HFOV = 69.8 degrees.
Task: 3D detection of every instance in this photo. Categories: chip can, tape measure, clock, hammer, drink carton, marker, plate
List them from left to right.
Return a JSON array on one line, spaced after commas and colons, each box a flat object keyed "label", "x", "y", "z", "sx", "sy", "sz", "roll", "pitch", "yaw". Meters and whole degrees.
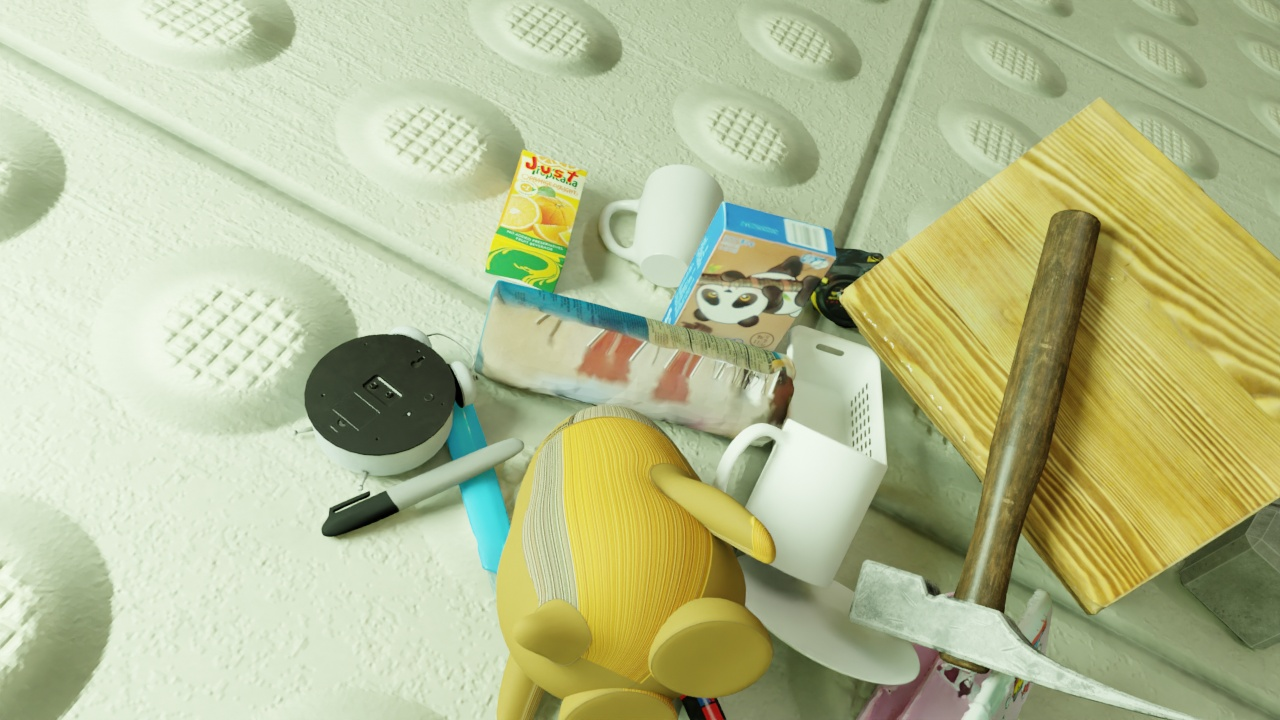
[{"label": "clock", "x": -0.163, "y": 0.023, "z": 0.613, "sx": 0.094, "sy": 0.035, "sz": 0.122, "roll": 35, "pitch": 54, "yaw": 15}, {"label": "marker", "x": -0.138, "y": 0.078, "z": 0.589, "sx": 0.138, "sy": 0.016, "sz": 0.022, "roll": -24, "pitch": 65, "yaw": -24}, {"label": "drink carton", "x": -0.085, "y": -0.120, "z": 0.767, "sx": 0.058, "sy": 0.041, "sz": 0.122, "roll": 17, "pitch": 48, "yaw": -9}, {"label": "chip can", "x": -0.004, "y": 0.004, "z": 0.679, "sx": 0.229, "sy": 0.080, "sz": 0.079, "roll": 14, "pitch": 49, "yaw": -11}, {"label": "marker", "x": 0.048, "y": 0.229, "z": 0.552, "sx": 0.023, "sy": 0.021, "sz": 0.145, "roll": -30, "pitch": 62, "yaw": 6}, {"label": "plate", "x": 0.116, "y": 0.169, "z": 0.597, "sx": 0.134, "sy": 0.011, "sz": 0.134, "roll": 23, "pitch": 13, "yaw": -6}, {"label": "tape measure", "x": 0.186, "y": -0.066, "z": 0.816, "sx": 0.071, "sy": 0.072, "sz": 0.042, "roll": 5, "pitch": 40, "yaw": 18}, {"label": "hammer", "x": 0.269, "y": 0.050, "z": 0.550, "sx": 0.037, "sy": 0.218, "sz": 0.300, "roll": 32, "pitch": 73, "yaw": -49}, {"label": "hammer", "x": 0.575, "y": 0.086, "z": 0.687, "sx": 0.162, "sy": 0.319, "sz": 0.083, "roll": -30, "pitch": 68, "yaw": -37}]

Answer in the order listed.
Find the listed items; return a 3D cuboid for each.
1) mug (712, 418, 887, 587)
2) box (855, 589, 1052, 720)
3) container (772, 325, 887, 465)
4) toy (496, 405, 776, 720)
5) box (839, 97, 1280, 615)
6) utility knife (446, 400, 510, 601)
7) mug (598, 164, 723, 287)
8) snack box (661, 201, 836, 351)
[{"label": "mug", "x": 0.099, "y": 0.089, "z": 0.618, "sx": 0.110, "sy": 0.090, "sz": 0.074, "roll": 25, "pitch": 2, "yaw": -22}, {"label": "box", "x": 0.202, "y": 0.221, "z": 0.575, "sx": 0.088, "sy": 0.096, "sz": 0.201, "roll": 44, "pitch": 50, "yaw": 12}, {"label": "container", "x": 0.144, "y": 0.042, "z": 0.725, "sx": 0.080, "sy": 0.050, "sz": 0.129, "roll": 17, "pitch": 49, "yaw": -9}, {"label": "toy", "x": -0.010, "y": 0.113, "z": 0.552, "sx": 0.162, "sy": 0.199, "sz": 0.203, "roll": 37, "pitch": 21, "yaw": -28}, {"label": "box", "x": 0.348, "y": 0.000, "z": 0.682, "sx": 0.279, "sy": 0.258, "sz": 0.215, "roll": 58, "pitch": 14, "yaw": 27}, {"label": "utility knife", "x": -0.109, "y": 0.084, "z": 0.609, "sx": 0.031, "sy": 0.015, "sz": 0.173, "roll": -7, "pitch": 53, "yaw": -23}, {"label": "mug", "x": 0.012, "y": -0.112, "z": 0.793, "sx": 0.107, "sy": 0.071, "sz": 0.089, "roll": 4, "pitch": 56, "yaw": 16}, {"label": "snack box", "x": 0.076, "y": -0.048, "z": 0.700, "sx": 0.087, "sy": 0.152, "sz": 0.034, "roll": 13, "pitch": 49, "yaw": -13}]
